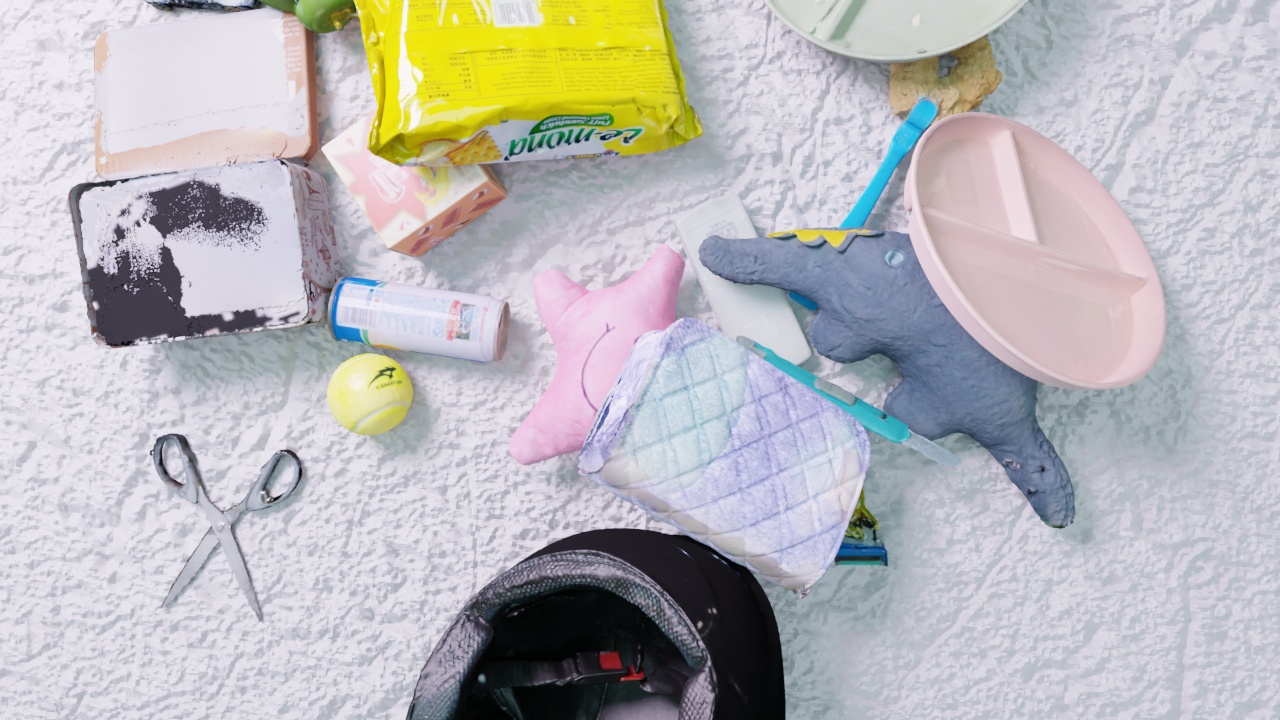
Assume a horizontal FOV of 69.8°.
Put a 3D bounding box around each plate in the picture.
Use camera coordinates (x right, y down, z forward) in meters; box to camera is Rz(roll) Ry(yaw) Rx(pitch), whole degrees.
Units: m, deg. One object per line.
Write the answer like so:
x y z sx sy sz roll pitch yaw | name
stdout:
0.282 -0.079 0.660 0.229 0.028 0.229 12 59 -21 | plate
0.192 -0.324 0.690 0.230 0.027 0.230 -2 77 9 | plate

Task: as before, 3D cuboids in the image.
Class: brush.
0.193 -0.153 0.717 0.083 0.046 0.255 31 98 0 | brush

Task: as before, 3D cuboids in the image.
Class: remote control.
0.081 -0.057 0.734 0.058 0.021 0.150 -24 91 3 | remote control

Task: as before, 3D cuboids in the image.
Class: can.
-0.174 -0.032 0.731 0.134 0.053 0.053 8 92 2 | can

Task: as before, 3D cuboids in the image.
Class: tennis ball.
-0.215 0.027 0.730 0.065 0.065 0.065 0 92 3 | tennis ball

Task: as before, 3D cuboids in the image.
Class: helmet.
-0.010 0.249 0.650 0.234 0.229 0.275 8 107 28 | helmet

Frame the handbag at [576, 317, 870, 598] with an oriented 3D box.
0.064 0.067 0.660 0.194 0.076 0.134 32 68 -16 | handbag

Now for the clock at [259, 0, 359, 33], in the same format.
-0.257 -0.322 0.712 0.161 0.056 0.116 31 76 -2 | clock

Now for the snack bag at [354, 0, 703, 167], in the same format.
-0.083 -0.229 0.668 0.246 0.068 0.158 -8 81 -18 | snack bag

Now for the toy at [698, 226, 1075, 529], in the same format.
0.215 -0.014 0.691 0.356 0.091 0.138 39 104 -4 | toy

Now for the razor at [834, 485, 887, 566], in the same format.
0.169 0.094 0.730 0.043 0.022 0.143 -6 100 18 | razor

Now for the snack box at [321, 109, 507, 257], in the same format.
-0.173 -0.146 0.715 0.094 0.077 0.093 -34 90 3 | snack box

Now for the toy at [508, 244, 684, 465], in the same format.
-0.004 0.004 0.715 0.178 0.074 0.194 10 91 -5 | toy

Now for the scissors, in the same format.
-0.355 0.136 0.766 0.159 0.014 0.177 37 94 1 | scissors

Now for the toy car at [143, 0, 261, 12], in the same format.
-0.357 -0.310 0.742 0.105 0.031 0.049 3 93 2 | toy car

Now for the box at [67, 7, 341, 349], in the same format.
-0.343 -0.148 0.721 0.178 0.088 0.262 -6 93 3 | box

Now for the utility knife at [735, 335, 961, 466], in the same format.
0.155 0.031 0.698 0.193 0.029 0.013 29 135 10 | utility knife
